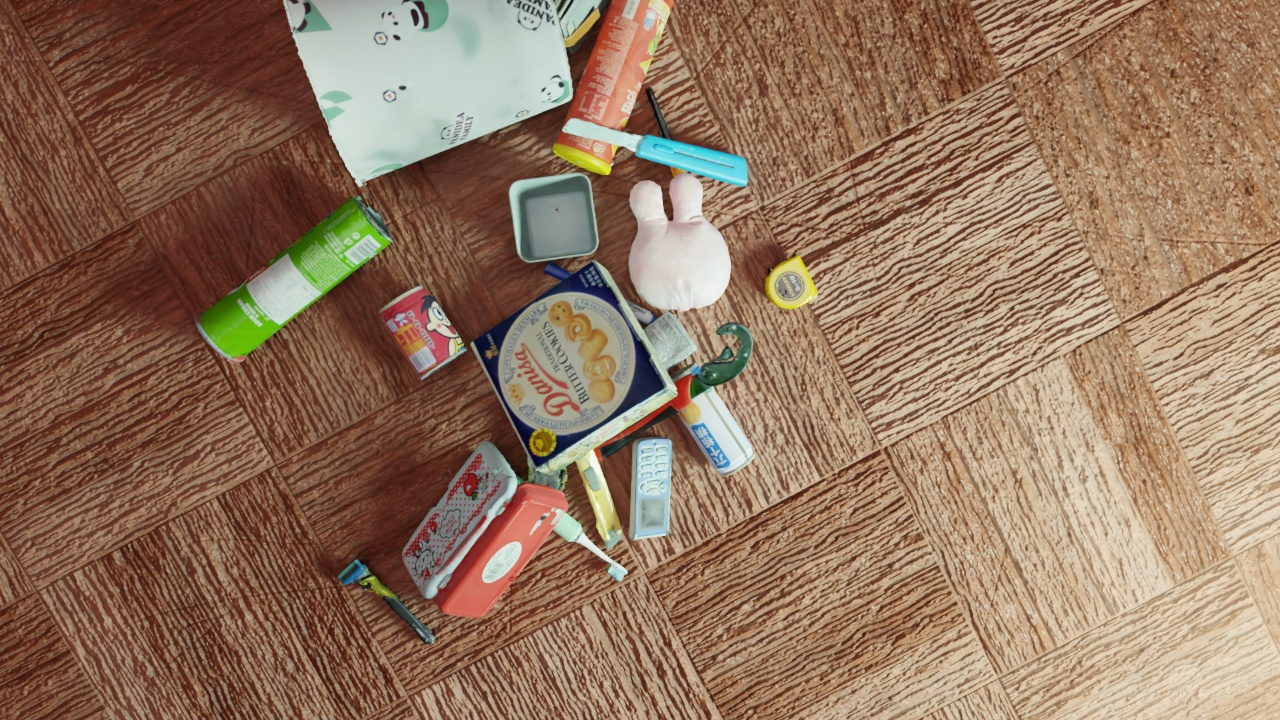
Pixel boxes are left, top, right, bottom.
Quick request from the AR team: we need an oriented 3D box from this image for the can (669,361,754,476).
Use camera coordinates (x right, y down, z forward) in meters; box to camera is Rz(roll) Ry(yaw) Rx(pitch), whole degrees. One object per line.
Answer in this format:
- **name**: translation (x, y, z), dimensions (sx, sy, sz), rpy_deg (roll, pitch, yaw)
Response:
- **can**: translation (0.081, 0.071, 1.101), dimensions (0.053, 0.053, 0.134), rpy_deg (-33, 95, 1)

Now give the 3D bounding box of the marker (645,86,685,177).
- **marker**: translation (0.030, -0.265, 1.090), dimensions (0.015, 0.018, 0.124), rpy_deg (-21, 94, -5)

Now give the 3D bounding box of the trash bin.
- **trash bin**: translation (-0.220, -0.335, 0.984), dimensions (0.252, 0.229, 0.229), rpy_deg (-19, 95, -6)

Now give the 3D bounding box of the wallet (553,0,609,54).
- **wallet**: translation (-0.059, -0.400, 1.021), dimensions (0.037, 0.129, 0.106), rpy_deg (30, 94, 1)

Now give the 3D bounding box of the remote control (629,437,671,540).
- **remote control**: translation (0.011, 0.155, 1.116), dimensions (0.049, 0.024, 0.125), rpy_deg (-1, 96, -28)

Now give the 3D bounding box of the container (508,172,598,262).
- **container**: translation (-0.096, -0.158, 1.049), dimensions (0.090, 0.111, 0.090), rpy_deg (-8, 94, -1)

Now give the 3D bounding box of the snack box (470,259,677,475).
- **snack box**: translation (-0.078, 0.009, 1.052), dimensions (0.183, 0.046, 0.178), rpy_deg (-33, 70, 8)

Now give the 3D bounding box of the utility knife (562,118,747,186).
- **utility knife**: translation (0.021, -0.241, 1.053), dimensions (0.234, 0.018, 0.034), rpy_deg (9, 95, -23)

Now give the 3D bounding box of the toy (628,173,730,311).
- **toy**: translation (0.043, -0.138, 1.082), dimensions (0.121, 0.054, 0.159), rpy_deg (-10, 97, -7)

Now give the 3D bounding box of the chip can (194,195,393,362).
- **chip can**: translation (-0.399, -0.095, 1.066), dimensions (0.236, 0.072, 0.072), rpy_deg (-37, 95, 2)

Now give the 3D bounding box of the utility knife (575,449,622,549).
- **utility knife**: translation (-0.062, 0.138, 1.109), dimensions (0.031, 0.021, 0.201), rpy_deg (-24, 101, -16)

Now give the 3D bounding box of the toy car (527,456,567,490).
- **toy car**: translation (-0.113, 0.109, 1.109), dimensions (0.048, 0.032, 0.105), rpy_deg (0, 95, -8)

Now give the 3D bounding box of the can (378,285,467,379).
- **can**: translation (-0.256, -0.033, 1.077), dimensions (0.066, 0.066, 0.094), rpy_deg (-33, 95, 1)

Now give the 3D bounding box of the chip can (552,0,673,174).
- **chip can**: translation (-0.031, -0.328, 1.057), dimensions (0.073, 0.073, 0.216), rpy_deg (21, 94, -3)

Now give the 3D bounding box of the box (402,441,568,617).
- **box**: translation (-0.190, 0.202, 1.099), dimensions (0.110, 0.100, 0.202), rpy_deg (22, 112, -43)

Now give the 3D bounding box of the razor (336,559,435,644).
- **razor**: translation (-0.305, 0.297, 1.126), dimensions (0.142, 0.022, 0.043), rpy_deg (44, 119, -7)

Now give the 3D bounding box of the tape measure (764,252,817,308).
- **tape measure**: translation (0.178, -0.091, 1.103), dimensions (0.057, 0.029, 0.060), rpy_deg (-29, 95, 0)

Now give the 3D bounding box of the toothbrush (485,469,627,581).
- **toothbrush**: translation (-0.105, 0.193, 1.121), dimensions (0.224, 0.026, 0.027), rpy_deg (39, 71, -4)

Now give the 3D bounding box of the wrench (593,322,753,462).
- **wrench**: translation (0.024, 0.049, 1.072), dimensions (0.274, 0.016, 0.056), rpy_deg (-38, 95, 23)

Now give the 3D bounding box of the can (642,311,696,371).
- **can**: translation (-0.006, 0.006, 1.091), dimensions (0.147, 0.058, 0.058), rpy_deg (-37, 95, 2)

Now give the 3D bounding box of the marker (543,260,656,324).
- **marker**: translation (-0.048, -0.080, 1.104), dimensions (0.146, 0.017, 0.017), rpy_deg (27, 93, -3)
